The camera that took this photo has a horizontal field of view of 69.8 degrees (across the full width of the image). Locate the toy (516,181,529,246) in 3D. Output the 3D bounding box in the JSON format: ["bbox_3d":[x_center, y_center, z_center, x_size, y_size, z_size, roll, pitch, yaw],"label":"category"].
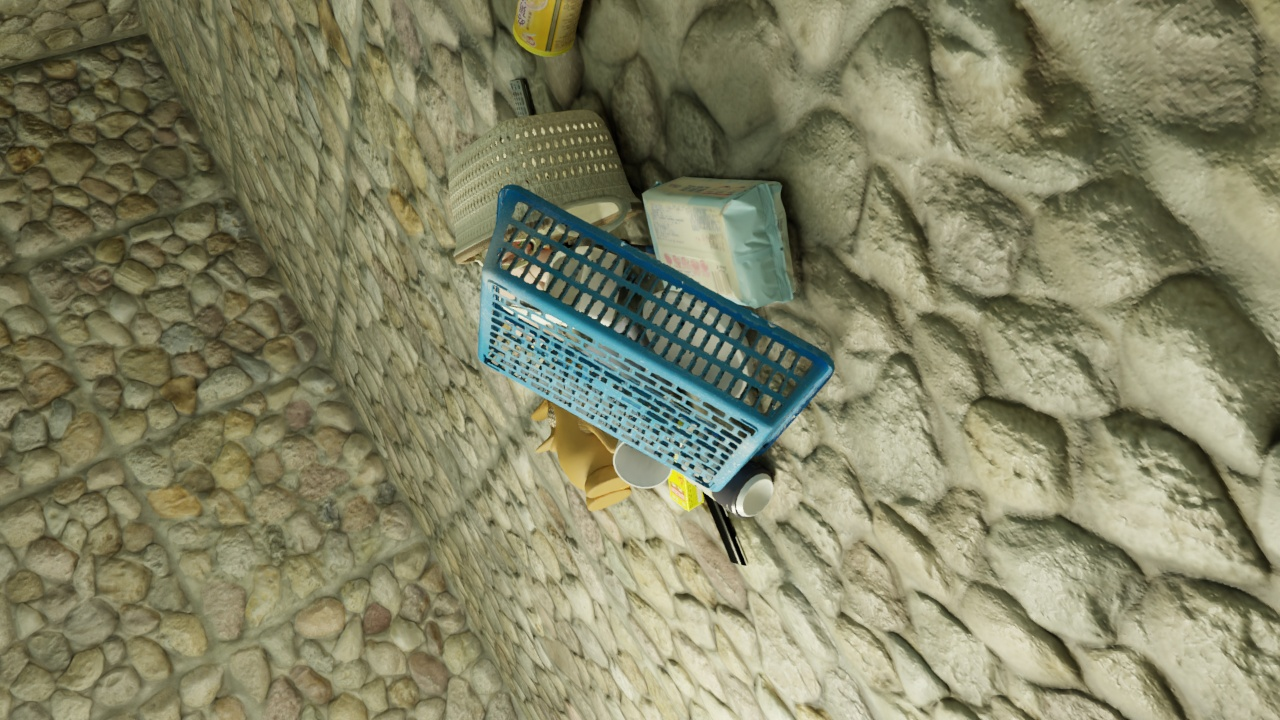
[{"bbox_3d":[-0.158,-0.205,1.252,0.103,0.046,0.084,56,142,31],"label":"toy"}]

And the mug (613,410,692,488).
[{"bbox_3d":[0.022,0.092,1.113,0.107,0.089,0.071,-36,105,23],"label":"mug"}]

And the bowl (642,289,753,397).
[{"bbox_3d":[0.071,-0.024,1.008,0.149,0.043,0.150,36,150,24],"label":"bowl"}]

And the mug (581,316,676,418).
[{"bbox_3d":[-0.007,0.007,1.142,0.104,0.083,0.124,59,151,5],"label":"mug"}]

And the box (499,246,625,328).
[{"bbox_3d":[-0.111,-0.087,1.131,0.109,0.136,0.126,3,77,59],"label":"box"}]

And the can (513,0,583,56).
[{"bbox_3d":[-0.094,-0.377,0.957,0.067,0.067,0.105,54,152,16],"label":"can"}]

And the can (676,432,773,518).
[{"bbox_3d":[0.096,0.133,1.093,0.127,0.064,0.064,33,141,45],"label":"can"}]

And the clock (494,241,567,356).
[{"bbox_3d":[-0.158,-0.087,1.310,0.131,0.086,0.161,20,123,40],"label":"clock"}]

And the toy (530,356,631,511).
[{"bbox_3d":[-0.070,0.088,1.258,0.199,0.162,0.203,94,153,-67],"label":"toy"}]

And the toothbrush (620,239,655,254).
[{"bbox_3d":[0.016,-0.126,1.054,0.168,0.014,0.014,19,119,55],"label":"toothbrush"}]

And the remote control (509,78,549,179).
[{"bbox_3d":[-0.141,-0.291,1.178,0.033,0.013,0.137,20,131,54],"label":"remote control"}]

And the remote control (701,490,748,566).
[{"bbox_3d":[0.109,0.216,1.206,0.028,0.011,0.124,-3,112,61],"label":"remote control"}]

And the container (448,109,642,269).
[{"bbox_3d":[-0.122,-0.192,1.066,0.247,0.184,0.143,-7,98,59],"label":"container"}]

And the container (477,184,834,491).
[{"bbox_3d":[-0.013,0.000,0.946,0.362,0.089,0.258,29,153,4],"label":"container"}]

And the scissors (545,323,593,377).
[{"bbox_3d":[-0.071,-0.002,1.213,0.141,0.014,0.173,48,-164,-4],"label":"scissors"}]

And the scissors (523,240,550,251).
[{"bbox_3d":[-0.168,-0.179,1.330,0.125,0.011,0.128,36,141,39],"label":"scissors"}]

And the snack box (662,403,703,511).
[{"bbox_3d":[0.055,0.128,1.200,0.040,0.028,0.148,33,140,45],"label":"snack box"}]

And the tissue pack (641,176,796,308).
[{"bbox_3d":[0.073,-0.120,0.901,0.182,0.069,0.112,21,132,56],"label":"tissue pack"}]

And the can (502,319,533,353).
[{"bbox_3d":[-0.187,-0.055,1.444,0.086,0.043,0.086,42,147,36],"label":"can"}]

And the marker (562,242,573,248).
[{"bbox_3d":[-0.092,-0.103,1.253,0.025,0.025,0.126,30,139,47],"label":"marker"}]
